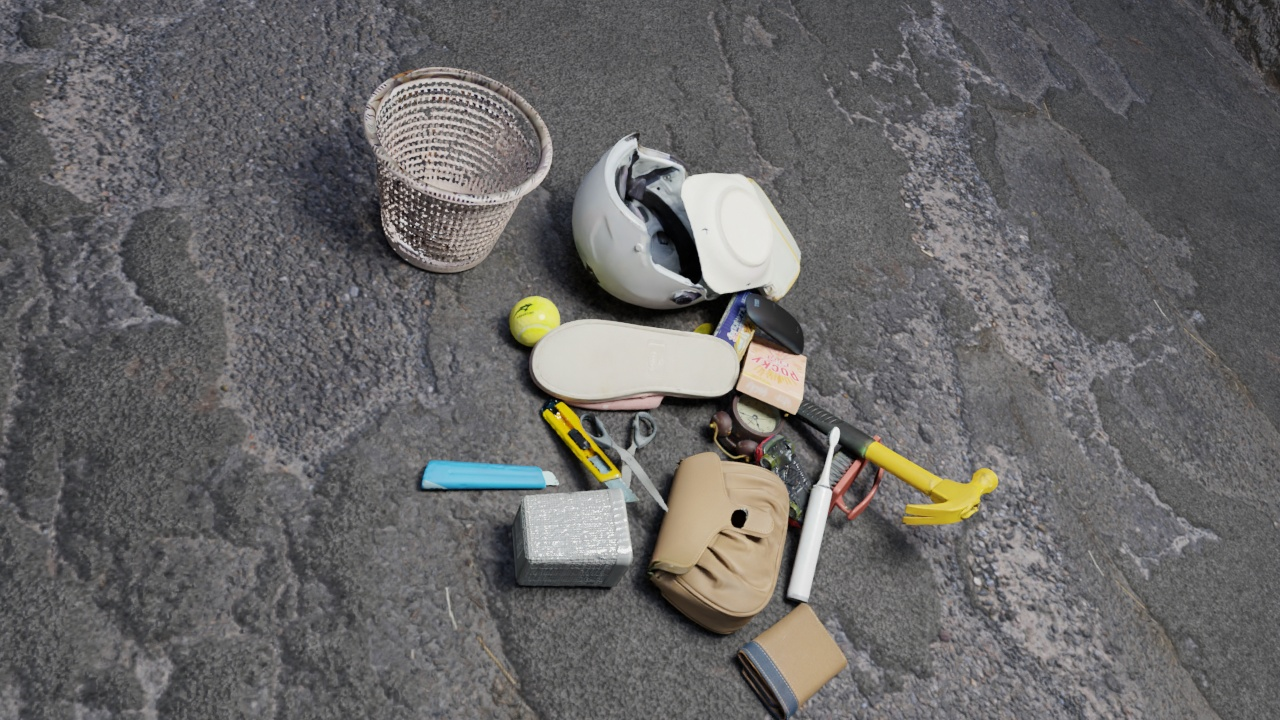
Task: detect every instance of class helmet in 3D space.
[{"bbox_3d":[0.002,-0.165,1.253,0.258,0.146,0.228,25,48,-50],"label":"helmet"}]

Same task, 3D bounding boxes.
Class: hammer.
[{"bbox_3d":[0.292,0.114,1.173,0.128,0.033,0.301,-28,44,-32],"label":"hammer"}]

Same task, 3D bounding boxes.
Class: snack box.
[{"bbox_3d":[0.179,0.016,1.237,0.084,0.026,0.157,24,23,2],"label":"snack box"}]

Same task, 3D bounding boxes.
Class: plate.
[{"bbox_3d":[0.131,-0.177,1.233,0.163,0.034,0.164,-15,89,-45],"label":"plate"}]

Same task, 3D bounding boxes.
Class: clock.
[{"bbox_3d":[0.137,0.087,1.196,0.082,0.055,0.121,44,49,10],"label":"clock"}]

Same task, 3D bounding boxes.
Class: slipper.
[{"bbox_3d":[-0.007,0.007,1.181,0.274,0.054,0.114,0,81,-13],"label":"slipper"}]

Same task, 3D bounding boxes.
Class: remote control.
[{"bbox_3d":[0.191,-0.051,1.258,0.136,0.024,0.053,30,50,-40],"label":"remote control"}]

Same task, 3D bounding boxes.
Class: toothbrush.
[{"bbox_3d":[0.216,0.186,1.127,0.026,0.026,0.220,21,73,-15],"label":"toothbrush"}]

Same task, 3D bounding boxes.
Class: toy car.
[{"bbox_3d":[0.182,0.152,1.155,0.052,0.045,0.120,-29,96,-36],"label":"toy car"}]

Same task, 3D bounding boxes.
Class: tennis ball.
[{"bbox_3d":[-0.136,-0.050,1.177,0.065,0.066,0.065,11,53,-15],"label":"tennis ball"}]

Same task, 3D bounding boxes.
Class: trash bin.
[{"bbox_3d":[-0.245,-0.225,1.174,0.227,0.193,0.227,11,54,-15],"label":"trash bin"}]

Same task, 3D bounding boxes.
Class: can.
[{"bbox_3d":[0.130,-0.040,1.273,0.049,0.075,0.147,28,50,3],"label":"can"}]

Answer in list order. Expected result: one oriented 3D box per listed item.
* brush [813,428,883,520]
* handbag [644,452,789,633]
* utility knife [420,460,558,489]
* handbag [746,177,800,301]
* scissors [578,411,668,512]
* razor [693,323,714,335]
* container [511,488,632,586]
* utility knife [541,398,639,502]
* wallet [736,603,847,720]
[{"bbox_3d":[0.284,0.149,1.208,0.069,0.063,0.145,33,48,19],"label":"brush"},{"bbox_3d":[0.096,0.203,1.069,0.148,0.100,0.203,20,49,-2],"label":"handbag"},{"bbox_3d":[-0.172,0.135,1.063,0.161,0.018,0.034,5,58,-21],"label":"utility knife"},{"bbox_3d":[0.165,-0.161,1.318,0.163,0.063,0.178,52,35,-21],"label":"handbag"},{"bbox_3d":[-0.016,0.117,1.114,0.179,0.014,0.159,32,42,20],"label":"scissors"},{"bbox_3d":[0.066,-0.020,1.265,0.043,0.028,0.132,39,50,12],"label":"razor"},{"bbox_3d":[-0.079,0.198,1.012,0.114,0.090,0.090,1,56,-17],"label":"container"},{"bbox_3d":[-0.062,0.105,1.093,0.033,0.015,0.192,-32,53,-18],"label":"utility knife"},{"bbox_3d":[0.173,0.342,1.047,0.115,0.033,0.090,-26,72,-35],"label":"wallet"}]
